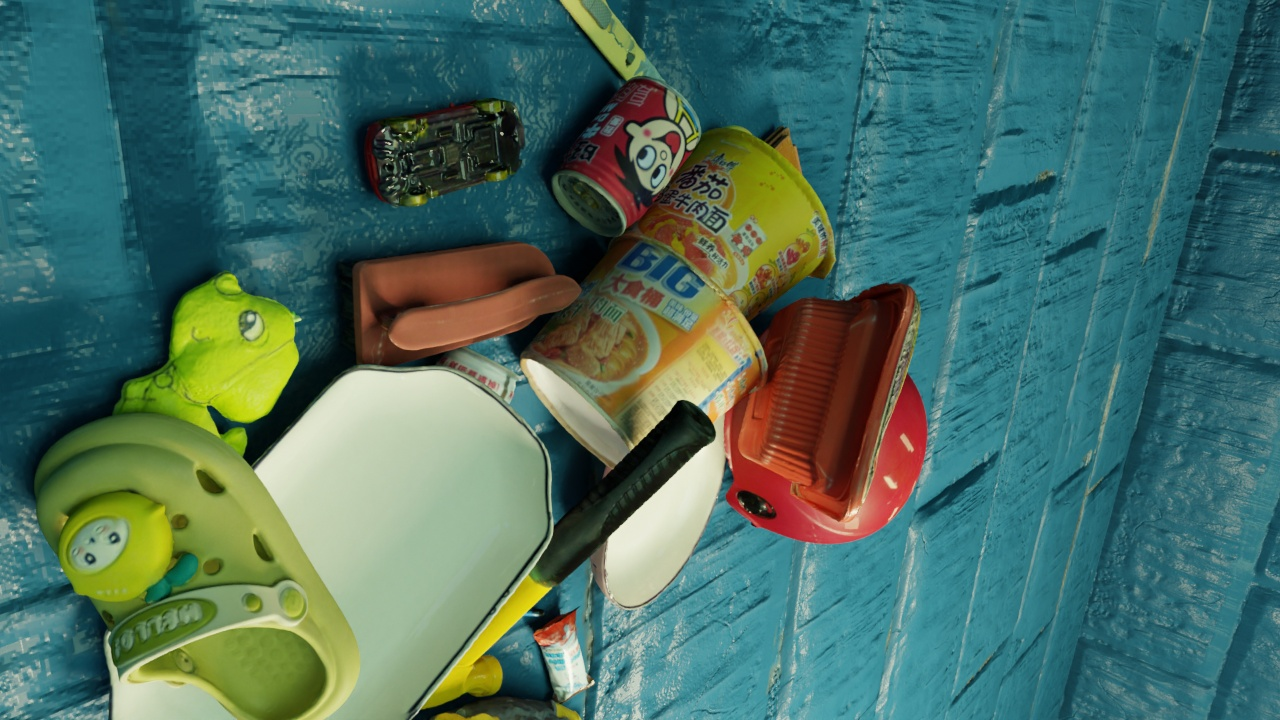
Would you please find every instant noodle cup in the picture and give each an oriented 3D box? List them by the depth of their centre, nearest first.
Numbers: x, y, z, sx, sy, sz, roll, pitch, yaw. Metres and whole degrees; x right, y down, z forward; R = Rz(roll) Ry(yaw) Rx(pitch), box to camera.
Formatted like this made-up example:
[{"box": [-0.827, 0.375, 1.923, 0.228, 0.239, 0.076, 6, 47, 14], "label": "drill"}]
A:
[{"box": [-0.004, 0.004, 0.638, 0.111, 0.151, 0.151, -45, 136, -17], "label": "instant noodle cup"}, {"box": [0.127, 0.023, 0.665, 0.189, 0.079, 0.164, 110, -5, -87], "label": "instant noodle cup"}, {"box": [0.056, -0.084, 0.680, 0.109, 0.138, 0.138, -45, 136, -18], "label": "instant noodle cup"}]

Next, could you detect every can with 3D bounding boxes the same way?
[{"box": [-0.128, 0.058, 0.578, 0.053, 0.053, 0.132, 35, 78, -51], "label": "can"}, {"box": [-0.010, -0.137, 0.624, 0.093, 0.066, 0.066, -54, 139, -19], "label": "can"}]

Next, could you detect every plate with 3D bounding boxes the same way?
[{"box": [-0.167, 0.122, 0.518, 0.162, 0.034, 0.265, 42, 79, -19], "label": "plate"}, {"box": [0.011, 0.111, 0.765, 0.191, 0.039, 0.193, -37, 137, -46], "label": "plate"}]

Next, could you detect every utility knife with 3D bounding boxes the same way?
[{"box": [-0.028, -0.228, 0.611, 0.031, 0.020, 0.190, -58, 145, -6], "label": "utility knife"}]

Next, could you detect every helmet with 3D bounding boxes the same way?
[{"box": [0.182, 0.071, 0.845, 0.206, 0.144, 0.240, -57, 147, -15], "label": "helmet"}]

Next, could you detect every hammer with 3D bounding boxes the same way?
[{"box": [-0.064, 0.136, 0.596, 0.301, 0.033, 0.128, -46, 148, 19], "label": "hammer"}]

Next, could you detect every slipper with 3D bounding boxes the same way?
[{"box": [-0.206, 0.112, 0.433, 0.091, 0.081, 0.190, -31, 109, 1], "label": "slipper"}]

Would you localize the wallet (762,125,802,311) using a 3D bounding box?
[{"box": [0.119, -0.126, 0.808, 0.118, 0.035, 0.131, -48, 136, -33], "label": "wallet"}]

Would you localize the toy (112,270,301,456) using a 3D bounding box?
[{"box": [-0.216, 0.009, 0.469, 0.100, 0.031, 0.097, -38, 132, -28], "label": "toy"}]

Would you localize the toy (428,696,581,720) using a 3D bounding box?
[{"box": [-0.134, 0.311, 0.665, 0.355, 0.091, 0.138, -5, 137, -48], "label": "toy"}]

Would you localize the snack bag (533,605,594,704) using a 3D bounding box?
[{"box": [-0.063, 0.248, 0.763, 0.048, 0.026, 0.104, -24, 123, -29], "label": "snack bag"}]

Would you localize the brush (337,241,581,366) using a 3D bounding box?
[{"box": [-0.104, -0.037, 0.553, 0.145, 0.069, 0.063, -18, 120, -45], "label": "brush"}]

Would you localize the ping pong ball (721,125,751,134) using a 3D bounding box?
[{"box": [0.073, -0.167, 0.732, 0.040, 0.040, 0.040, -24, 123, -43], "label": "ping pong ball"}]

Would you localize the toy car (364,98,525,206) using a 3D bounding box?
[{"box": [-0.112, -0.123, 0.536, 0.106, 0.031, 0.049, -27, 126, -40], "label": "toy car"}]

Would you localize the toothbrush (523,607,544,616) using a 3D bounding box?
[{"box": [-0.132, 0.181, 0.661, 0.189, 0.014, 0.016, 25, 87, -53], "label": "toothbrush"}]
